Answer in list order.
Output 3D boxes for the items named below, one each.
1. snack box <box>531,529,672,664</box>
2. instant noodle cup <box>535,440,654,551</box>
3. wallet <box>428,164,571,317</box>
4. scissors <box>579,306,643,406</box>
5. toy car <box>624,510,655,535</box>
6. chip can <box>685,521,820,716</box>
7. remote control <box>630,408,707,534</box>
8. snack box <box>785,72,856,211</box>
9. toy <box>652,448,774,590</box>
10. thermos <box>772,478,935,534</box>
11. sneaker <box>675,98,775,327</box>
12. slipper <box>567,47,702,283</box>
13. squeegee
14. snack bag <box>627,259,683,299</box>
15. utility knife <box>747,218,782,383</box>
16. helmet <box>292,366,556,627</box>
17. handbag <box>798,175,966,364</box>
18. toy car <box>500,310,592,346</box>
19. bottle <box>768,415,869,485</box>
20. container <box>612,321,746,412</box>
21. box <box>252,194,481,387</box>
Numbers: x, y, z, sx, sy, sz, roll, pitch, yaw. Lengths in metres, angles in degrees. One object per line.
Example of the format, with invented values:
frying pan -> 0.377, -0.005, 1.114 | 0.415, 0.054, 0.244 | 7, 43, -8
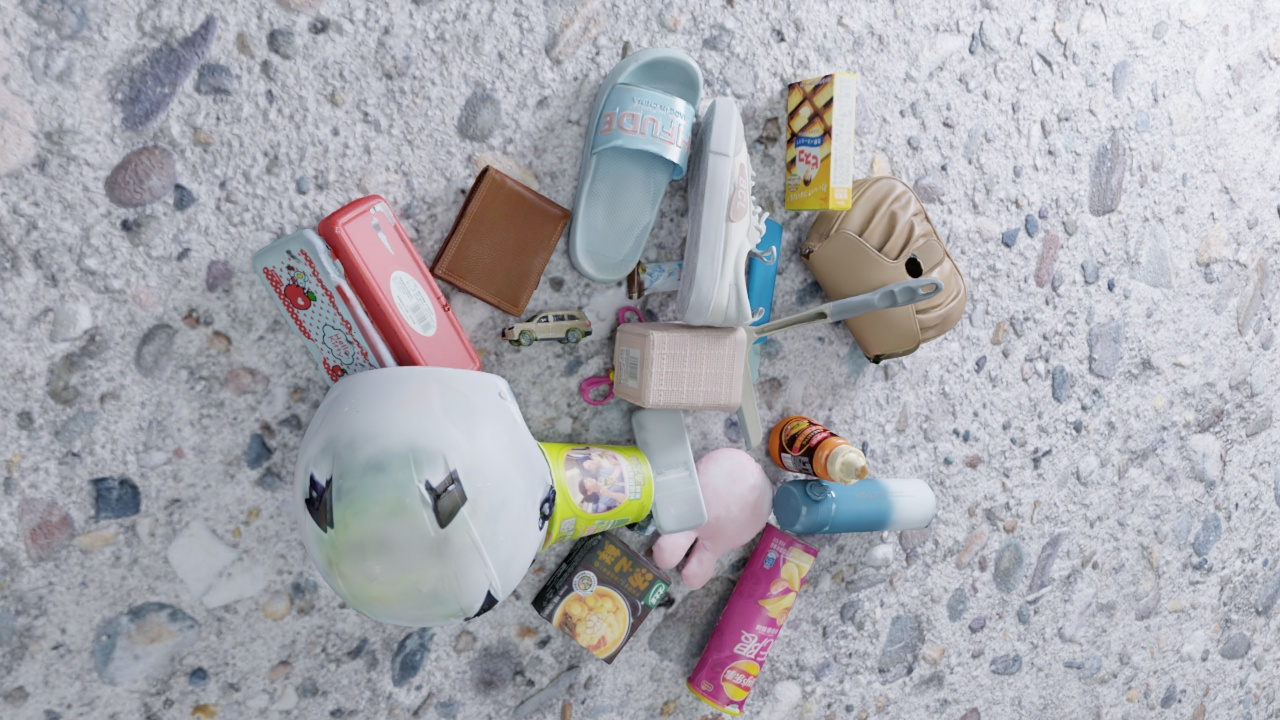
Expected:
snack box -> -0.034, 0.256, 0.996 | 0.125, 0.053, 0.113 | 40, 82, -18
instant noodle cup -> -0.056, 0.132, 0.937 | 0.123, 0.112, 0.112 | -2, 99, -30
wallet -> -0.135, -0.115, 0.901 | 0.101, 0.032, 0.124 | 27, 88, -27
scissors -> -0.006, 0.005, 0.982 | 0.133, 0.017, 0.136 | -15, 103, -24
toy car -> 0.017, 0.149, 0.999 | 0.034, 0.043, 0.090 | 37, 83, -22
chip can -> 0.129, 0.294, 1.055 | 0.071, 0.071, 0.210 | 28, 87, -24
remote control -> 0.030, 0.114, 0.968 | 0.056, 0.020, 0.136 | -12, 77, -9
snack box -> 0.192, -0.231, 0.986 | 0.033, 0.087, 0.140 | -6, 101, -23
toy -> 0.080, 0.175, 1.023 | 0.121, 0.054, 0.159 | 43, 82, -25
thermos -> 0.249, 0.168, 1.065 | 0.220, 0.070, 0.070 | 5, 96, -35
sneaker -> 0.096, -0.149, 0.933 | 0.090, 0.090, 0.242 | 8, 79, -12
slipper -> -0.006, -0.195, 0.917 | 0.104, 0.074, 0.245 | 17, 93, -23
squeegee -> 0.201, -0.051, 0.996 | 0.247, 0.039, 0.246 | -15, 97, 12
snack bag -> 0.038, -0.090, 0.972 | 0.104, 0.026, 0.048 | -3, 93, -10
utility knife -> 0.132, -0.064, 1.026 | 0.034, 0.018, 0.192 | 5, 98, -8
helmet -> -0.196, 0.139, 0.800 | 0.229, 0.145, 0.259 | -1, 114, 7
handbag -> 0.279, -0.102, 1.036 | 0.147, 0.100, 0.204 | -41, 108, -11
toy car -> -0.096, -0.032, 0.924 | 0.090, 0.042, 0.035 | -7, 91, -23
bottle -> 0.200, 0.104, 1.009 | 0.066, 0.149, 0.067 | -4, 99, -22
container -> 0.037, 0.004, 0.950 | 0.110, 0.090, 0.090 | 0, 99, -28
box -> -0.254, -0.040, 0.858 | 0.116, 0.099, 0.201 | -47, 117, -46
